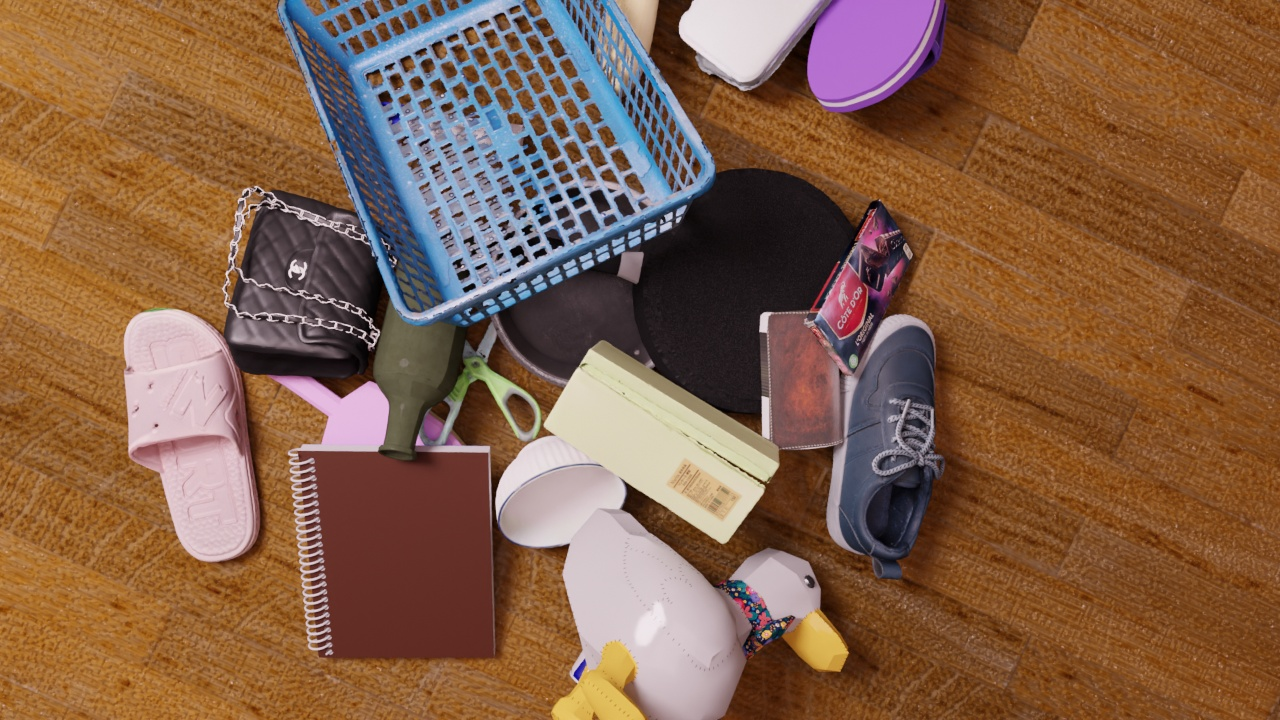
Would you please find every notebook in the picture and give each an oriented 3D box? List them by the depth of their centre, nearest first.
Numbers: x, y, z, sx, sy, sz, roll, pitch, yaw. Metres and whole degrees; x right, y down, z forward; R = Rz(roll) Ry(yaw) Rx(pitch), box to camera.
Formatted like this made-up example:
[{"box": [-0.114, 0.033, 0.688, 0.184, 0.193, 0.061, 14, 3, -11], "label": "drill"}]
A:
[{"box": [-0.219, 0.175, 0.823, 0.171, 0.022, 0.209, 1, 109, -3], "label": "notebook"}]

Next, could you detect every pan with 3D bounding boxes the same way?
[{"box": [0.043, -0.073, 0.815, 0.356, 0.034, 0.225, 10, 92, -16], "label": "pan"}, {"box": [-0.005, 0.005, 0.846, 0.187, 0.055, 0.357, -31, 104, -7], "label": "pan"}]

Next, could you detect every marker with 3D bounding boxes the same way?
[{"box": [-0.176, -0.217, 0.852, 0.133, 0.023, 0.027, 7, 69, -2], "label": "marker"}]

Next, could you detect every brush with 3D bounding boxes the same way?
[{"box": [-0.264, 0.050, 0.840, 0.228, 0.043, 0.089, 36, 89, -2], "label": "brush"}]

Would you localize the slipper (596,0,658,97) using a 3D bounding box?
[{"box": [0.021, -0.359, 0.827, 0.079, 0.111, 0.261, 12, 94, -24], "label": "slipper"}]

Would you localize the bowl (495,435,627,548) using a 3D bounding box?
[{"box": [-0.077, 0.110, 0.827, 0.118, 0.118, 0.062, -22, 50, -2], "label": "bowl"}]

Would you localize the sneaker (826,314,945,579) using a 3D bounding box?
[{"box": [0.230, 0.075, 0.829, 0.089, 0.087, 0.235, 8, 92, -18], "label": "sneaker"}]

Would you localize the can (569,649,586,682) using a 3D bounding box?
[{"box": [-0.028, 0.260, 0.855, 0.032, 0.032, 0.095, 31, 89, -2], "label": "can"}]

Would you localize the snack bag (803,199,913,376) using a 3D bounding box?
[{"box": [0.200, -0.067, 0.828, 0.074, 0.018, 0.154, 47, 62, -30], "label": "snack bag"}]

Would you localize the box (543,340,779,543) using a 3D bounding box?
[{"box": [0.024, 0.059, 0.788, 0.188, 0.083, 0.092, 34, 118, 2], "label": "box"}]

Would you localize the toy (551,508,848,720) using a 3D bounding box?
[{"box": [0.040, 0.224, 0.786, 0.246, 0.141, 0.266, 46, 49, 12], "label": "toy"}]

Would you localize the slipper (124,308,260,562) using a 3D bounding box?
[{"box": [-0.406, 0.068, 0.826, 0.094, 0.064, 0.239, -13, 92, -2], "label": "slipper"}]

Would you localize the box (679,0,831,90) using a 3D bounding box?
[{"box": [0.127, -0.344, 0.803, 0.215, 0.122, 0.083, -52, 137, 2], "label": "box"}]

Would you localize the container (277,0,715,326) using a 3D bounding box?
[{"box": [-0.124, -0.207, 0.763, 0.257, 0.089, 0.362, -26, 67, -3], "label": "container"}]

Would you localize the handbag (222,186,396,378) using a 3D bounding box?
[{"box": [-0.280, -0.070, 0.788, 0.125, 0.115, 0.153, 9, 63, -11], "label": "handbag"}]

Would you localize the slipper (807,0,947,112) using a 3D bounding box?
[{"box": [0.231, -0.330, 0.833, 0.107, 0.084, 0.266, 1, 70, 35], "label": "slipper"}]

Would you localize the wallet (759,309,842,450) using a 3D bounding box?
[{"box": [0.144, 0.017, 0.821, 0.072, 0.019, 0.123, -4, 96, -15], "label": "wallet"}]

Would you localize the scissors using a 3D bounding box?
[{"box": [-0.155, 0.008, 0.832, 0.159, 0.025, 0.171, -33, 75, -10], "label": "scissors"}]

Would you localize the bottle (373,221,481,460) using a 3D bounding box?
[{"box": [-0.189, -0.017, 0.796, 0.071, 0.071, 0.206, 8, 68, -2], "label": "bottle"}]
